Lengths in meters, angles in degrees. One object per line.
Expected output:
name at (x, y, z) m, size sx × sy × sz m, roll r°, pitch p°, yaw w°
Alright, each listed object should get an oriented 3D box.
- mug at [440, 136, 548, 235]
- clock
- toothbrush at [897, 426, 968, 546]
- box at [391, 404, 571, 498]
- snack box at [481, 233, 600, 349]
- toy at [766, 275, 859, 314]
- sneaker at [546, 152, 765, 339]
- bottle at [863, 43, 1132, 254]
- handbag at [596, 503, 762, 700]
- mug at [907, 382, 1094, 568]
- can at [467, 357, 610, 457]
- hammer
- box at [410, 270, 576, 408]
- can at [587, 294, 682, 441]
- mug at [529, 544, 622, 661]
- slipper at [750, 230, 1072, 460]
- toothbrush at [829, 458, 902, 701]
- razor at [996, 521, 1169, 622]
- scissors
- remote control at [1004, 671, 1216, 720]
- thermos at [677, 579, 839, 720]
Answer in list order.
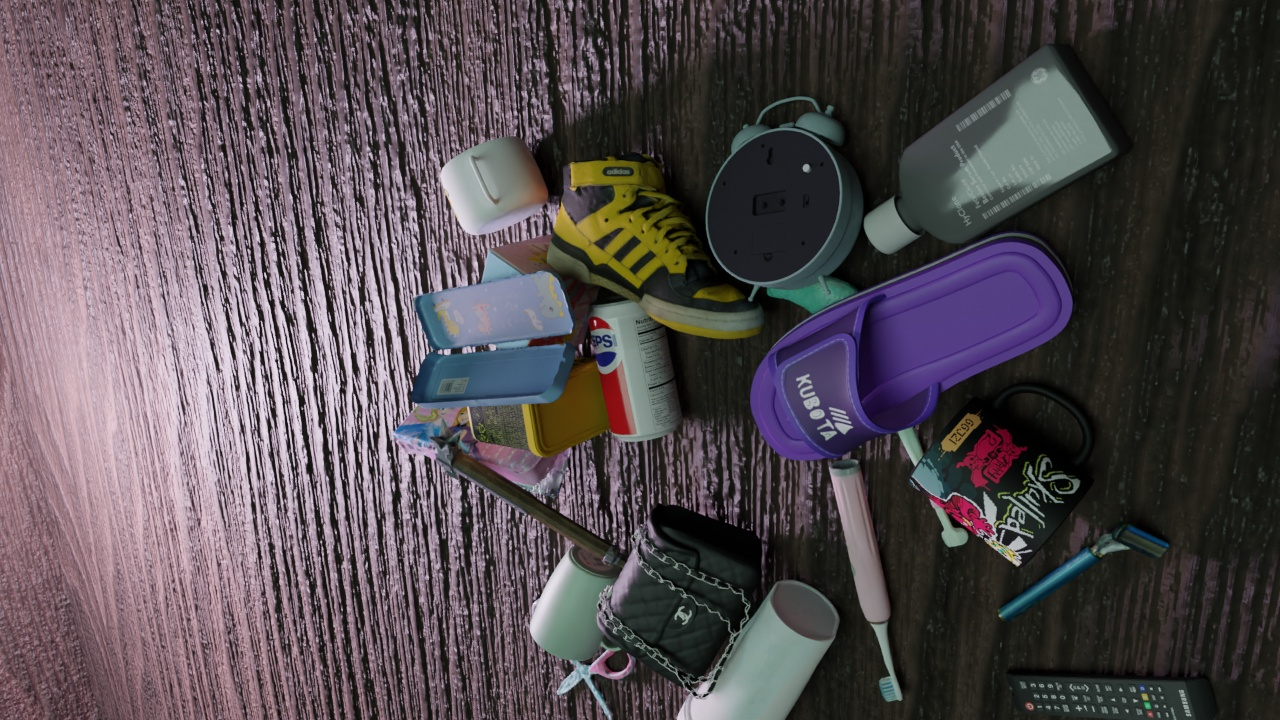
mug at (-0.144, -0.171, 0.897) m, size 0.094 × 0.115 × 0.068 m, roll -24°, pitch 90°, yaw 5°
clock at (0.114, -0.130, 0.724) m, size 0.123 × 0.045 × 0.159 m, roll -2°, pitch 82°, yaw 40°
toothbrush at (0.225, 0.078, 0.743) m, size 0.022 × 0.015 × 0.154 m, roll -25°, pitch 88°, yaw 40°
box at (-0.173, 0.097, 1.044) m, size 0.231 × 0.084 × 0.071 m, roll 8°, pitch 138°, yaw 38°
snack box at (-0.101, -0.062, 0.911) m, size 0.079 × 0.094 × 0.093 m, roll 36°, pitch 124°, yaw 25°
toy at (0.154, -0.026, 0.752) m, size 0.085 × 0.033 × 0.105 m, roll -13°, pitch 101°, yaw 38°
sneaker at (0.016, -0.110, 0.802) m, size 0.239 × 0.085 × 0.122 m, roll 25°, pitch 122°, yaw 32°
bottle at (0.234, -0.132, 0.641) m, size 0.174 × 0.046 × 0.083 m, roll -34°, pitch 82°, yaw 41°
handbag at (0.031, 0.225, 0.857) m, size 0.125 × 0.114 × 0.154 m, roll 26°, pitch 114°, yaw 0°
mug at (0.272, 0.074, 0.669) m, size 0.098 × 0.081 × 0.118 m, roll 40°, pitch 99°, yaw 23°
can at (-0.094, 0.040, 0.919) m, size 0.101 × 0.130 × 0.072 m, roll 4°, pitch 108°, yaw 41°
hammer at (-0.077, 0.175, 0.954) m, size 0.317 × 0.028 × 0.147 m, roll 31°, pitch 156°, yaw 5°
box at (-0.143, -0.016, 0.873) m, size 0.210 × 0.043 × 0.125 m, roll -5°, pitch 82°, yaw 40°
can at (-0.005, 0.005, 0.871) m, size 0.070 × 0.070 × 0.132 m, roll -3°, pitch 103°, yaw 40°
mug at (-0.052, 0.266, 0.999) m, size 0.111 × 0.084 × 0.104 m, roll 26°, pitch 108°, yaw 11°
slipper at (0.181, 0.005, 0.677) m, size 0.267 × 0.083 × 0.107 m, roll -31°, pitch 98°, yaw 34°
toothbrush at (0.199, 0.194, 0.797) m, size 0.026 × 0.027 × 0.222 m, roll -12°, pitch 98°, yaw 12°
razor at (0.322, 0.161, 0.690) m, size 0.042 × 0.022 × 0.144 m, roll 26°, pitch 133°, yaw -12°
scissors at (-0.070, 0.349, 1.085) m, size 0.177 × 0.013 × 0.171 m, roll 49°, pitch 133°, yaw 13°
remote control at (0.352, 0.254, 0.699) m, size 0.147 × 0.015 × 0.033 m, roll -15°, pitch 95°, yaw 42°
thermos at (0.111, 0.311, 0.873) m, size 0.099 × 0.099 × 0.221 m, roll 39°, pitch 122°, yaw 23°
